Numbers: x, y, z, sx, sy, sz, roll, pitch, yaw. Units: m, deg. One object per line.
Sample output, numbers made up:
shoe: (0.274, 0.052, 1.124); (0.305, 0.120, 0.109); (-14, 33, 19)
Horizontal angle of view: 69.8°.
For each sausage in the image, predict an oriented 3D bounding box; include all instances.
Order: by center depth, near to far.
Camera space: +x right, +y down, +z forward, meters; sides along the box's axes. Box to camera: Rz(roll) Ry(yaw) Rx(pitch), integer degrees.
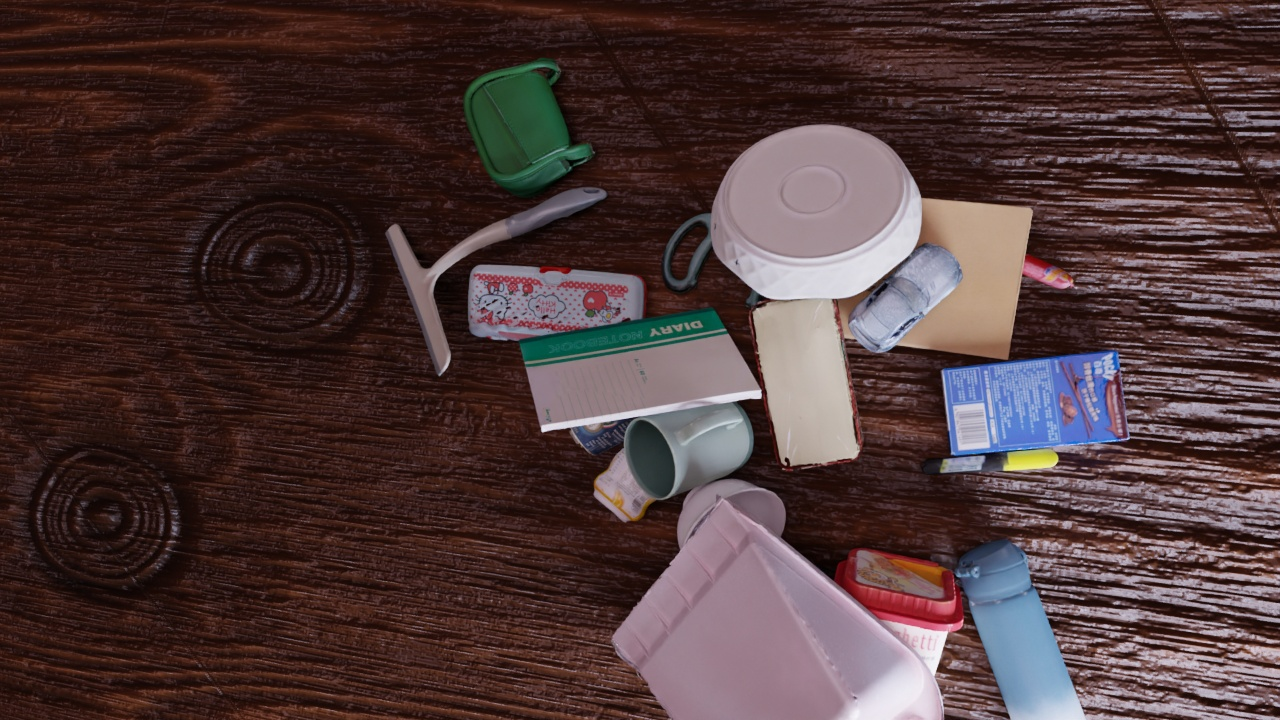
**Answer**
sausage: (0.350, -0.103, 0.892); (0.156, 0.020, 0.020); (25, 94, 15)

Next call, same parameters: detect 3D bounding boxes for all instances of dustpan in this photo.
dustpan: (0.133, 0.285, 0.853); (0.273, 0.138, 0.223); (54, 125, 28)

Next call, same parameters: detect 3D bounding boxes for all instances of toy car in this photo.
toy car: (0.256, -0.060, 0.889); (0.121, 0.036, 0.054); (-45, 80, 13)

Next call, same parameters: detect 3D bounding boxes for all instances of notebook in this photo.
notebook: (-0.005, 0.005, 0.895); (0.209, 0.150, 0.012); (-9, 127, -11)
notebook: (0.265, -0.087, 0.906); (0.208, 0.008, 0.148); (9, 97, 18)

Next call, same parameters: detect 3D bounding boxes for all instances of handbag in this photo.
handbag: (-0.124, -0.254, 1.009); (0.120, 0.068, 0.131); (-22, 80, 5)

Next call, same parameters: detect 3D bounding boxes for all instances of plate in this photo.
plate: (0.166, -0.151, 0.885); (0.205, 0.046, 0.204); (-6, 58, 9)

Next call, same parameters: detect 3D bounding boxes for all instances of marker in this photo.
marker: (0.336, 0.099, 0.889); (0.124, 0.015, 0.018); (-7, 85, 18)

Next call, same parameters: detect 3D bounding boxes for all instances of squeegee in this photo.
squeegee: (-0.149, -0.134, 0.992); (0.246, 0.039, 0.246); (-28, 51, -2)

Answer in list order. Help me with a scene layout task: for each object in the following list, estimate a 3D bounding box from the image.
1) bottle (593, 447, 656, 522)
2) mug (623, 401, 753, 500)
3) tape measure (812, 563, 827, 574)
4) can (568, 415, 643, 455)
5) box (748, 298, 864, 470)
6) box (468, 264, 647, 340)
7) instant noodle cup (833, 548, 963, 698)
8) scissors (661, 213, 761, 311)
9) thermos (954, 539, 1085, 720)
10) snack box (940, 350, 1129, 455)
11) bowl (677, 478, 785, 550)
bottle: (0.003, 0.114, 0.953); (0.063, 0.063, 0.108); (40, 83, 13)
mug: (0.056, 0.075, 0.885); (0.082, 0.106, 0.112); (64, 146, 16)
tape measure: (0.153, 0.224, 0.924); (0.058, 0.025, 0.054); (23, 95, 12)
can: (-0.019, 0.043, 0.956); (0.111, 0.075, 0.075); (-29, 80, 12)
box: (0.164, 0.018, 0.896); (0.091, 0.079, 0.168); (-11, 91, 14)
box: (-0.093, -0.058, 0.995); (0.201, 0.048, 0.087); (5, 89, 15)
instant noodle cup: (0.235, 0.257, 0.864); (0.116, 0.116, 0.124); (10, 102, 15)
scissors: (0.089, -0.123, 0.965); (0.178, 0.019, 0.174); (-5, 87, 16)
thermos: (0.358, 0.278, 0.848); (0.070, 0.070, 0.220); (-20, 82, 13)
snack box: (0.372, 0.041, 0.874); (0.157, 0.026, 0.084); (-7, 86, 15)
bowl: (0.079, 0.159, 0.921); (0.118, 0.118, 0.064); (-51, 41, 7)
